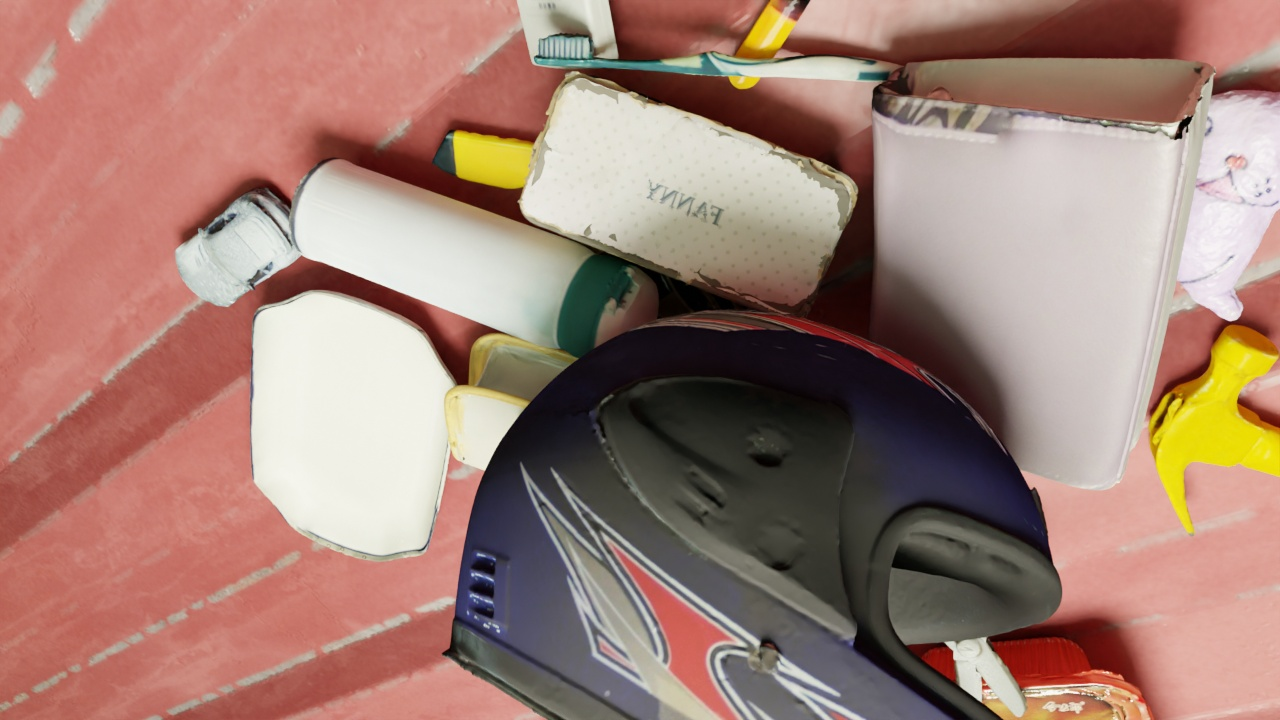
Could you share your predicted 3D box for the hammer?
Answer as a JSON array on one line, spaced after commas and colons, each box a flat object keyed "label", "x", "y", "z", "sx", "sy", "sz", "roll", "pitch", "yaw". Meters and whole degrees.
[{"label": "hammer", "x": 0.441, "y": 0.077, "z": 0.515, "sx": 0.301, "sy": 0.032, "sz": 0.129, "roll": 17, "pitch": 128, "yaw": 6}]

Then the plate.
[{"label": "plate", "x": -0.219, "y": 0.053, "z": 0.709, "sx": 0.162, "sy": 0.034, "sz": 0.266, "roll": 20, "pitch": 127, "yaw": 3}]

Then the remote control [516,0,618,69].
[{"label": "remote control", "x": -0.047, "y": -0.217, "z": 0.463, "sx": 0.056, "sy": 0.019, "sz": 0.135, "roll": 18, "pitch": 132, "yaw": 40}]

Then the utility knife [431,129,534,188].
[{"label": "utility knife", "x": -0.042, "y": -0.113, "z": 0.548, "sx": 0.174, "sy": 0.015, "sz": 0.033, "roll": 11, "pitch": 132, "yaw": 9}]

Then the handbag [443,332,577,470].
[{"label": "handbag", "x": -0.052, "y": 0.068, "z": 0.660, "sx": 0.163, "sy": 0.063, "sz": 0.179, "roll": 19, "pitch": 142, "yaw": 5}]

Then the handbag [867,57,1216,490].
[{"label": "handbag", "x": 0.190, "y": -0.047, "z": 0.468, "sx": 0.145, "sy": 0.098, "sz": 0.197, "roll": 13, "pitch": 129, "yaw": 29}]

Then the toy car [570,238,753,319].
[{"label": "toy car", "x": 0.019, "y": -0.031, "z": 0.572, "sx": 0.158, "sy": 0.042, "sz": 0.070, "roll": 41, "pitch": 125, "yaw": -9}]

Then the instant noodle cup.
[{"label": "instant noodle cup", "x": 0.279, "y": 0.272, "z": 0.674, "sx": 0.189, "sy": 0.078, "sz": 0.164, "roll": -14, "pitch": 119, "yaw": 27}]

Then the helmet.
[{"label": "helmet", "x": 0.074, "y": 0.106, "z": 0.446, "sx": 0.316, "sy": 0.240, "sz": 0.247, "roll": 25, "pitch": 159, "yaw": 22}]

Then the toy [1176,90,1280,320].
[{"label": "toy", "x": 0.281, "y": -0.083, "z": 0.452, "sx": 0.084, "sy": 0.038, "sz": 0.108, "roll": 32, "pitch": 132, "yaw": 22}]

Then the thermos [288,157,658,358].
[{"label": "thermos", "x": -0.098, "y": -0.056, "z": 0.552, "sx": 0.224, "sy": 0.073, "sz": 0.073, "roll": 21, "pitch": 128, "yaw": 15}]

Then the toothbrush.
[{"label": "toothbrush", "x": 0.042, "y": -0.153, "z": 0.466, "sx": 0.191, "sy": 0.016, "sz": 0.018, "roll": 2, "pitch": 120, "yaw": -2}]

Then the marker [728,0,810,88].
[{"label": "marker", "x": 0.081, "y": -0.190, "z": 0.456, "sx": 0.018, "sy": 0.015, "sz": 0.124, "roll": 30, "pitch": 125, "yaw": -8}]

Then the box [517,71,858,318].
[{"label": "box", "x": 0.019, "y": -0.091, "z": 0.499, "sx": 0.184, "sy": 0.062, "sz": 0.090, "roll": 24, "pitch": 105, "yaw": 2}]

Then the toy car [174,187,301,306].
[{"label": "toy car", "x": -0.282, "y": -0.075, "z": 0.639, "sx": 0.121, "sy": 0.036, "sz": 0.054, "roll": -23, "pitch": 115, "yaw": 33}]

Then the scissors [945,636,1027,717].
[{"label": "scissors", "x": 0.220, "y": 0.153, "z": 0.609, "sx": 0.170, "sy": 0.019, "sz": 0.177, "roll": -45, "pitch": 74, "yaw": 26}]
